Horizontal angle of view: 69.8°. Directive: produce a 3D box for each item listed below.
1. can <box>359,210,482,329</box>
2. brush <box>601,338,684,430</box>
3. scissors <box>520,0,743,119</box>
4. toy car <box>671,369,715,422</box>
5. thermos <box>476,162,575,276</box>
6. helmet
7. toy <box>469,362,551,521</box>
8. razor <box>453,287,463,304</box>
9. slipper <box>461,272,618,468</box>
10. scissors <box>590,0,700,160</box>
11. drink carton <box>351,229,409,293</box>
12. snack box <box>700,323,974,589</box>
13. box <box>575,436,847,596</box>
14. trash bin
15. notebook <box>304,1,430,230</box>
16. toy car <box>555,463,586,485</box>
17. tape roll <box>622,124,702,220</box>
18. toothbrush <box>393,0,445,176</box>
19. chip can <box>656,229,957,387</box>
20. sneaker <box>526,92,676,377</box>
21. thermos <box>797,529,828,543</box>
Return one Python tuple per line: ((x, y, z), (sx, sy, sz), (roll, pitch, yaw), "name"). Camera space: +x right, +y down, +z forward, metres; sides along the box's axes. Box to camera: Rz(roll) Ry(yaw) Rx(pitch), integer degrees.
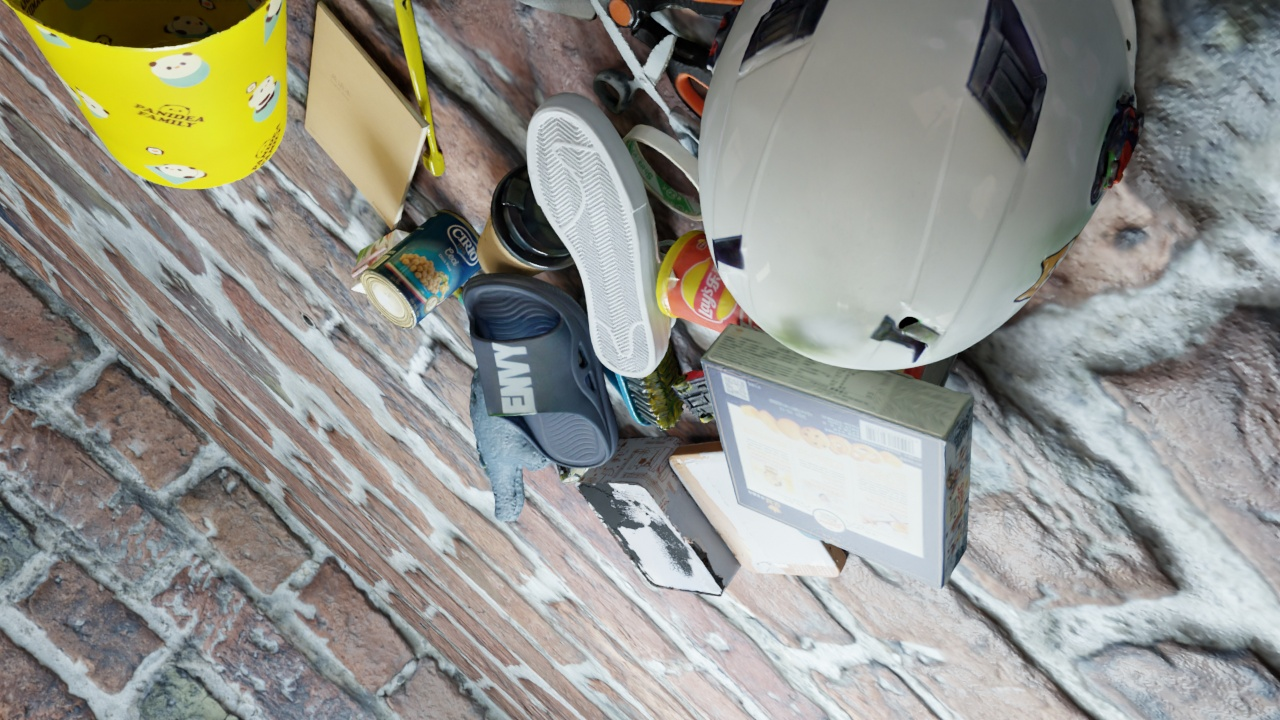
((-0.223, -0.093, 0.946), (0.075, 0.110, 0.075), (29, 147, 21), "can")
((-0.005, 0.005, 0.875), (0.074, 0.055, 0.144), (17, 142, 33), "brush")
((0.010, -0.232, 0.595), (0.224, 0.021, 0.205), (47, 149, -7), "scissors")
((0.074, 0.026, 0.834), (0.049, 0.031, 0.107), (50, 147, -15), "toy car")
((-0.099, -0.114, 0.809), (0.093, 0.092, 0.143), (48, 157, -10), "thermos")
((0.124, -0.098, 0.487), (0.230, 0.156, 0.275), (23, 142, 16), "helmet")
((-0.128, 0.045, 1.007), (0.138, 0.091, 0.357), (55, 140, 22), "toy")
((-0.199, -0.060, 1.041), (0.043, 0.028, 0.132), (-39, 96, 28), "razor")
((-0.088, 0.032, 0.860), (0.111, 0.083, 0.268), (-4, 136, 16), "slipper")
((0.006, -0.182, 0.609), (0.159, 0.014, 0.181), (39, 175, -19), "scissors")
((-0.290, -0.109, 1.048), (0.045, 0.053, 0.123), (16, 166, -34), "drink carton")
((0.143, 0.070, 0.668), (0.178, 0.045, 0.183), (19, 146, 32), "snack box")
((0.071, 0.165, 0.977), (0.261, 0.082, 0.177), (-9, 123, 49), "box")
((-0.427, -0.298, 0.830), (0.229, 0.229, 0.256), (42, 155, 1), "trash bin")
((-0.280, -0.234, 0.918), (0.149, 0.012, 0.212), (49, 151, -1), "notebook")
((-0.076, 0.094, 1.070), (0.158, 0.042, 0.070), (123, 134, -60), "toy car")
((0.022, -0.138, 0.678), (0.086, 0.014, 0.086), (40, 170, 8), "tape roll")
((-0.200, -0.244, 0.825), (0.016, 0.015, 0.190), (35, 149, 24), "toothbrush")
((0.119, -0.033, 0.673), (0.217, 0.073, 0.073), (22, 144, 28), "chip can")
((-0.014, -0.105, 0.723), (0.090, 0.090, 0.242), (7, 133, 27), "sneaker")
((0.159, 0.075, 0.768), (0.070, 0.070, 0.221), (26, 146, 25), "thermos")
